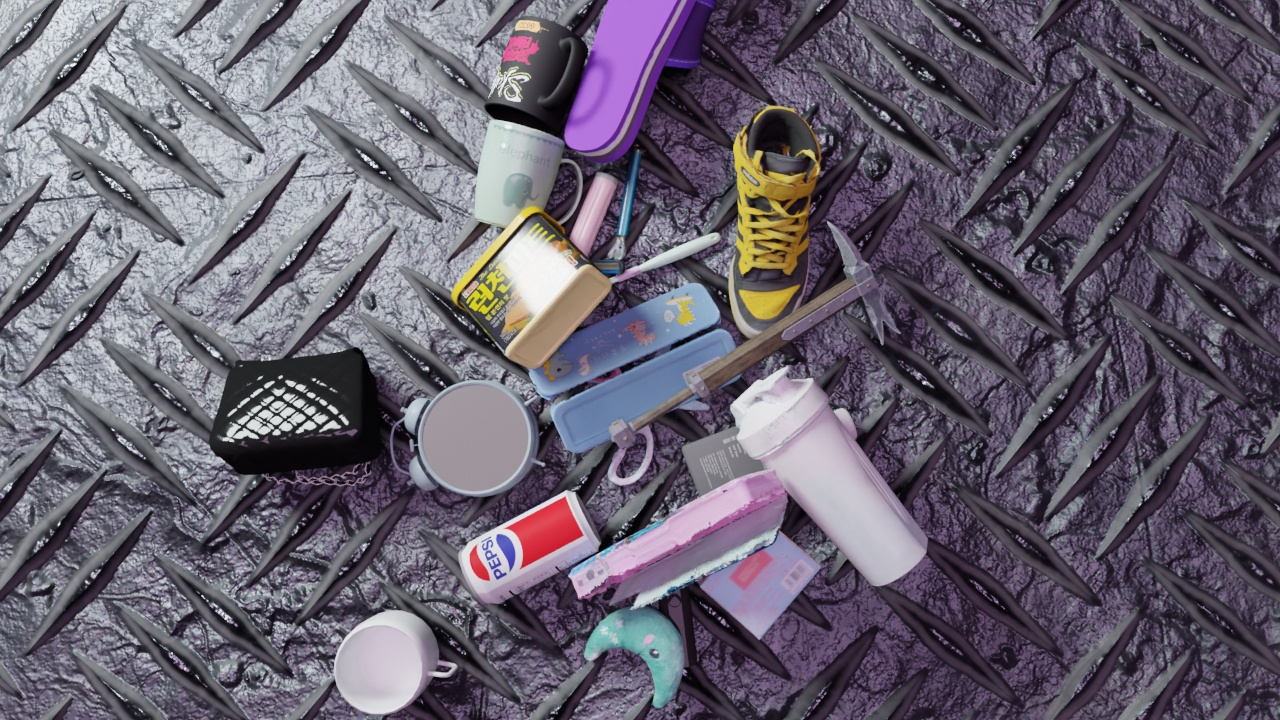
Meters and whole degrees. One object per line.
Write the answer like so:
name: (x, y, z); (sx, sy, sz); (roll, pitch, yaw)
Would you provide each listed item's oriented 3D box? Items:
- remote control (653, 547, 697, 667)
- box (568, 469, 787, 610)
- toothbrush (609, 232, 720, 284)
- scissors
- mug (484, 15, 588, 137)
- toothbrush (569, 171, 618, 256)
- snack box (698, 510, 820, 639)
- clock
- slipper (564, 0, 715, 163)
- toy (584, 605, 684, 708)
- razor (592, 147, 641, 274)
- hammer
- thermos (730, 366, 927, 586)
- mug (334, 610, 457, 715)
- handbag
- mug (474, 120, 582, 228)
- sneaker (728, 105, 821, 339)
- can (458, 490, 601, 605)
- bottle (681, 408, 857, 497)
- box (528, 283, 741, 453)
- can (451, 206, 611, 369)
remote control: (0.035, 0.244, 0.957); (0.033, 0.015, 0.146); (-7, 85, 0)
box: (0.041, 0.183, 0.873); (0.231, 0.084, 0.071); (-35, 71, 32)
toothbrush: (0.015, -0.104, 0.987); (0.155, 0.015, 0.022); (-23, 87, -2)
scissors: (-0.013, 0.048, 0.976); (0.170, 0.013, 0.176); (13, 83, -1)
mug: (-0.099, -0.295, 0.955); (0.081, 0.118, 0.098); (23, 84, -36)
toothbrush: (-0.077, -0.097, 0.981); (0.027, 0.026, 0.222); (24, 86, -19)
snack box: (0.114, 0.210, 0.919); (0.079, 0.095, 0.093); (41, 87, 4)
clock: (-0.182, 0.083, 0.958); (0.159, 0.045, 0.122); (-6, 84, -1)
slipper: (0.014, -0.322, 0.971); (0.107, 0.084, 0.266); (17, 83, 43)
toy: (0.001, 0.296, 0.937); (0.105, 0.033, 0.085); (32, 95, 17)
razor: (-0.017, -0.160, 0.990); (0.042, 0.022, 0.143); (6, 79, 37)
hammer: (0.103, -0.006, 0.935); (0.317, 0.028, 0.147); (-32, 116, -3)
thermos: (0.178, 0.111, 0.882); (0.099, 0.099, 0.220); (-39, 91, -3)
mug: (-0.245, 0.306, 0.929); (0.115, 0.068, 0.094); (8, 85, 1)
handbag: (-0.345, 0.057, 0.956); (0.154, 0.115, 0.125); (-8, 62, 3)
mug: (-0.117, -0.186, 0.966); (0.111, 0.084, 0.104); (13, 96, -18)
sneaker: (0.136, -0.143, 0.935); (0.086, 0.122, 0.238); (0, 85, 2)
can: (-0.112, 0.191, 0.936); (0.132, 0.070, 0.070); (-28, 85, -2)
bottle: (0.138, 0.097, 0.952); (0.174, 0.046, 0.083); (-22, 85, -1)
box: (-0.005, 0.004, 0.953); (0.209, 0.043, 0.125); (-24, 86, -7)
can: (-0.109, -0.071, 0.932); (0.131, 0.072, 0.101); (-47, 62, 6)
